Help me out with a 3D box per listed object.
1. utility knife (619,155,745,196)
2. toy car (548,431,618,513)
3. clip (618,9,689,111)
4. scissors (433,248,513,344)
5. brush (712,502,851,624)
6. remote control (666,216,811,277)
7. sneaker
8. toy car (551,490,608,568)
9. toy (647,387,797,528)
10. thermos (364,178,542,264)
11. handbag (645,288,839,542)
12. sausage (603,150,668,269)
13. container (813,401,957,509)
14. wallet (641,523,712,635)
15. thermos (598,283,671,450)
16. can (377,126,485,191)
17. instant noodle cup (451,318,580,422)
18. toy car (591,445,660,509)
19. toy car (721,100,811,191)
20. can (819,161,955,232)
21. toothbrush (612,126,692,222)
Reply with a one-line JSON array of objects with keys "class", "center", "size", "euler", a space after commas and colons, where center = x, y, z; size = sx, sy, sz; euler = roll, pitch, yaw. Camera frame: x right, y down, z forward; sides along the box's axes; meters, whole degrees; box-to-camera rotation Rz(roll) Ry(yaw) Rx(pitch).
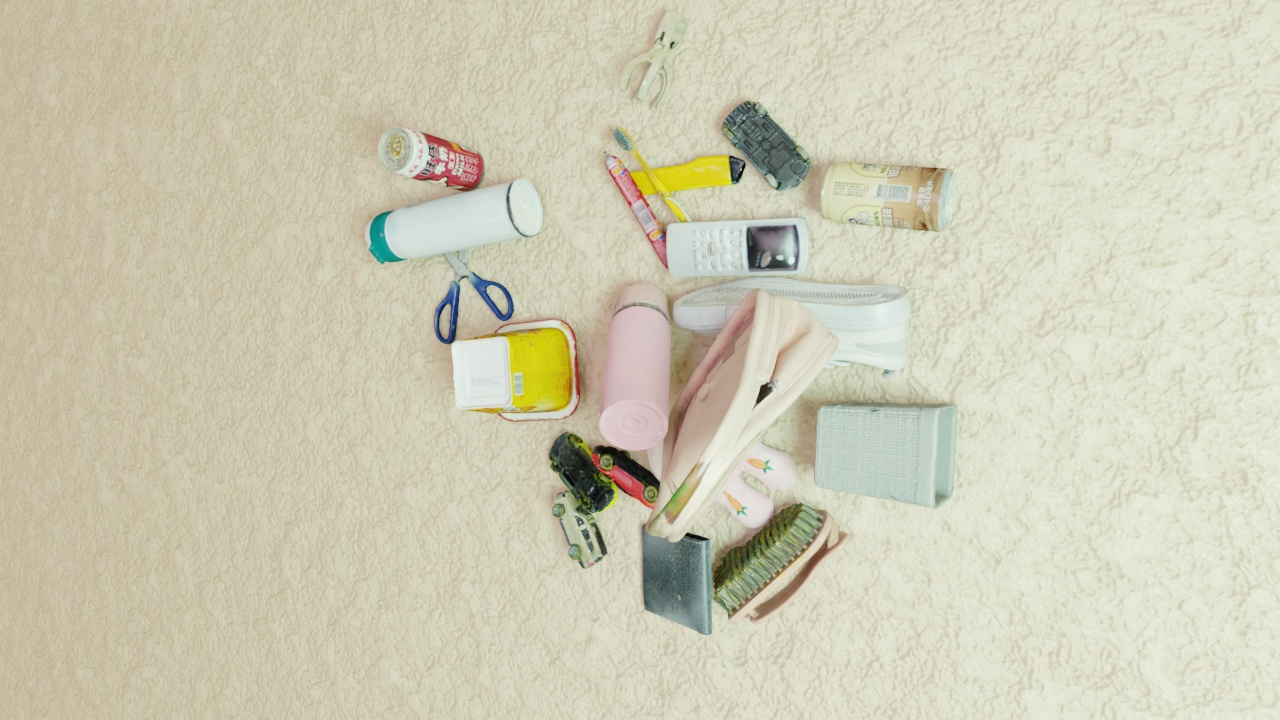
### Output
[{"class": "utility knife", "center": [0.041, -0.198, 0.984], "size": [0.154, 0.015, 0.033], "euler": [-2, 100, 26]}, {"class": "toy car", "center": [-0.063, 0.126, 1.036], "size": [0.105, 0.032, 0.048], "euler": [46, 110, 30]}, {"class": "clip", "center": [0.022, -0.317, 0.993], "size": [0.035, 0.084, 0.104], "euler": [28, 78, 24]}, {"class": "scissors", "center": [-0.215, -0.097, 1.118], "size": [0.162, 0.012, 0.175], "euler": [28, 102, 24]}, {"class": "brush", "center": [0.141, 0.203, 0.924], "size": [0.073, 0.063, 0.146], "euler": [41, 108, -11]}, {"class": "remote control", "center": [0.099, -0.116, 0.943], "size": [0.150, 0.021, 0.058], "euler": [0, 101, 21]}, {"class": "sneaker", "center": [0.146, -0.026, 0.905], "size": [0.243, 0.089, 0.091], "euler": [5, 116, 33]}, {"class": "toy car", "center": [-0.068, 0.188, 1.035], "size": [0.035, 0.042, 0.090], "euler": [-28, 80, 14]}, {"class": "toy", "center": [0.082, 0.100, 0.954], "size": [0.159, 0.054, 0.121], "euler": [32, 102, 15]}, {"class": "thermos", "center": [-0.227, -0.162, 1.084], "size": [0.225, 0.073, 0.073], "euler": [-7, 88, 27]}, {"class": "handbag", "center": [0.070, 0.064, 0.792], "size": [0.093, 0.233, 0.194], "euler": [33, 130, 1]}, {"class": "sausage", "center": [0.002, -0.161, 0.992], "size": [0.020, 0.020, 0.156], "euler": [-31, 88, 23]}, {"class": "container", "center": [0.229, 0.083, 0.860], "size": [0.114, 0.090, 0.090], "euler": [3, 92, 29]}, {"class": "wallet", "center": [0.036, 0.227, 0.967], "size": [0.121, 0.019, 0.097], "euler": [0, 90, 58]}, {"class": "thermos", "center": [-0.006, 0.005, 0.928], "size": [0.067, 0.198, 0.087], "euler": [14, 128, -10]}, {"class": "can", "center": [-0.239, -0.231, 1.058], "size": [0.053, 0.132, 0.053], "euler": [1, 91, 26]}, {"class": "instant noodle cup", "center": [-0.141, 0.013, 1.021], "size": [0.116, 0.123, 0.116], "euler": [-4, 90, 26]}, {"class": "toy car", "center": [-0.009, 0.127, 1.000], "size": [0.106, 0.049, 0.031], "euler": [35, 104, 20]}, {"class": "toy car", "center": [0.129, -0.216, 0.931], "size": [0.049, 0.031, 0.105], "euler": [-42, 76, 11]}, {"class": "can", "center": [0.233, -0.155, 0.867], "size": [0.116, 0.058, 0.058], "euler": [10, 95, 26]}, {"class": "toothbrush", "center": [0.028, -0.172, 0.976], "size": [0.016, 0.018, 0.191], "euler": [-38, 85, 31]}]
